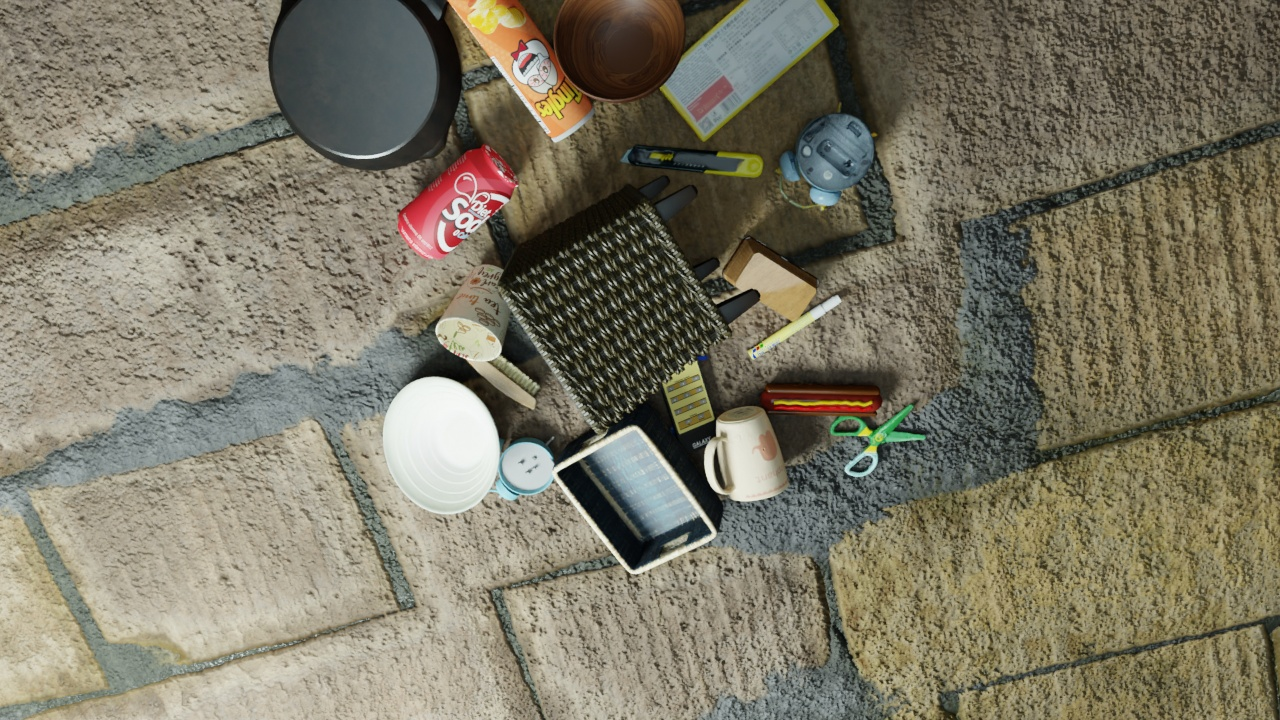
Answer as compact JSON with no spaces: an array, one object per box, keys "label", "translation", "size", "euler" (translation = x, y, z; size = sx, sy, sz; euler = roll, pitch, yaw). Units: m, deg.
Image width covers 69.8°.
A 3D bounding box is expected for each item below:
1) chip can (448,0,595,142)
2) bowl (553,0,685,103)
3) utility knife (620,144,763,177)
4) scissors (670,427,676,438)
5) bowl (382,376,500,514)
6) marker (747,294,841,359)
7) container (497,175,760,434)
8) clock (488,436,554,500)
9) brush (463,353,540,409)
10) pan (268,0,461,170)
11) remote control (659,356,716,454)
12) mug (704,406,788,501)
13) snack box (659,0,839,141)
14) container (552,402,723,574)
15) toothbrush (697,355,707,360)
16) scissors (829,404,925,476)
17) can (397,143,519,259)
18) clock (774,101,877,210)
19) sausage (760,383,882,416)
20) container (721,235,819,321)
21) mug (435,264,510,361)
[{"label":"chip can","translation":[-0.137,-0.350,1.031],"size":[0.062,0.062,0.210],"euler":[-34,113,11]},{"label":"bowl","translation":[-0.018,-0.357,1.034],"size":[0.147,0.068,0.147],"euler":[0,90,11]},{"label":"utility knife","translation":[0.061,-0.240,1.101],"size":[0.171,0.020,0.029],"euler":[4,105,1]},{"label":"scissors","translation":[0.065,0.140,1.220],"size":[0.086,0.015,0.135],"euler":[-41,103,11]},{"label":"bowl","translation":[-0.242,0.104,1.178],"size":[0.177,0.057,0.177],"euler":[3,98,23]},{"label":"marker","translation":[0.195,-0.042,1.160],"size":[0.132,0.014,0.014],"euler":[-33,103,11]},{"label":"container","translation":[-0.013,-0.087,1.002],"size":[0.205,0.320,0.176],"euler":[-32,104,4]},{"label":"clock","translation":[-0.168,0.143,1.212],"size":[0.123,0.042,0.087],"euler":[-13,106,4]},{"label":"brush","translation":[-0.177,0.017,1.171],"size":[0.117,0.049,0.039],"euler":[41,81,-9]},{"label":"pan","translation":[-0.278,-0.376,1.054],"size":[0.356,0.043,0.248],"euler":[-40,102,12]},{"label":"remote control","translation":[0.061,0.053,1.182],"size":[0.058,0.013,0.133],"euler":[-23,110,-9]},{"label":"mug","translation":[0.127,0.121,1.167],"size":[0.111,0.085,0.104],"euler":[-22,105,-34]},{"label":"snack box","translation":[0.119,-0.353,1.052],"size":[0.201,0.042,0.092],"euler":[-39,102,12]},{"label":"container","translation":[-0.001,0.166,1.186],"size":[0.146,0.071,0.187],"euler":[-30,105,24]},{"label":"toothbrush","translation":[-0.007,0.007,1.181],"size":[0.187,0.011,0.016],"euler":[-6,107,3]},{"label":"scissors","translation":[0.312,0.108,1.204],"size":[0.129,0.012,0.120],"euler":[3,108,2]},{"label":"can","translation":[-0.218,-0.187,1.094],"size":[0.143,0.074,0.074],"euler":[-38,103,12]},{"label":"clock","translation":[0.217,-0.236,1.081],"size":[0.089,0.051,0.125],"euler":[36,105,-11]},{"label":"sausage","translation":[0.231,0.051,1.175],"size":[0.155,0.040,0.040],"euler":[1,107,1]},{"label":"container","translation":[0.161,-0.095,1.120],"size":[0.114,0.061,0.063],"euler":[31,105,-8]},{"label":"mug","translation":[-0.207,-0.056,1.127],"size":[0.081,0.097,0.122],"euler":[38,139,-28]}]
